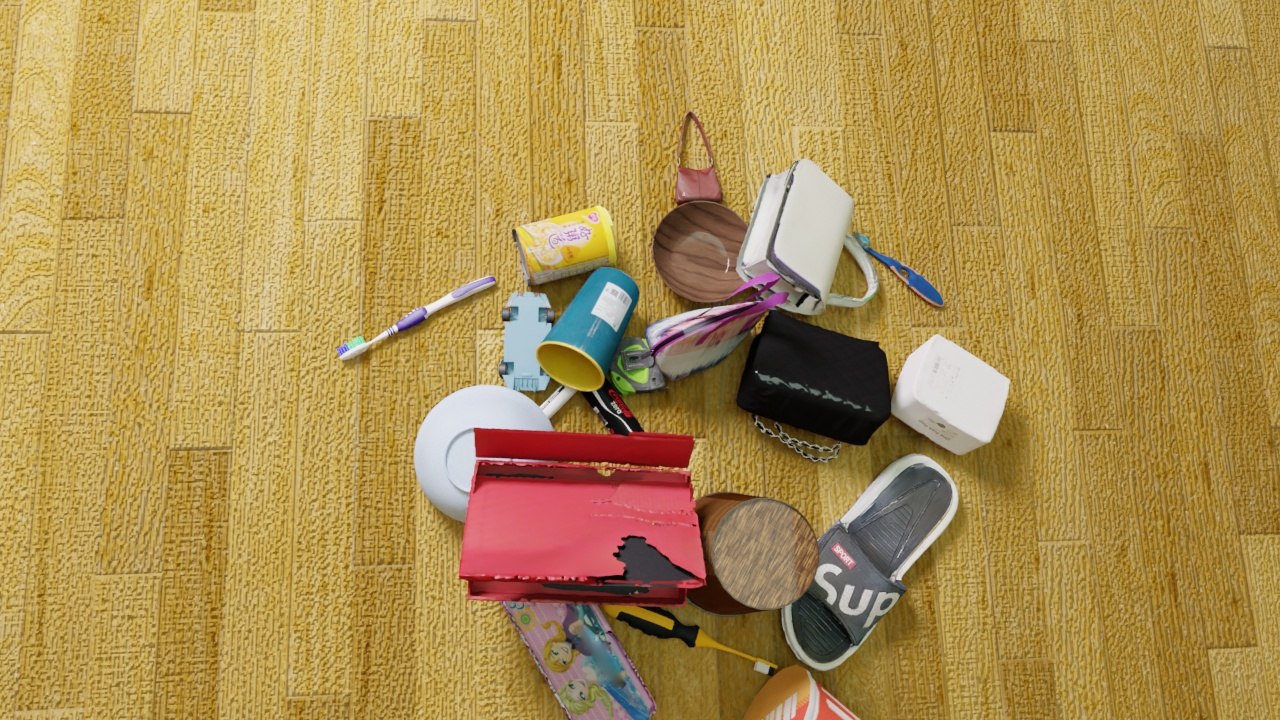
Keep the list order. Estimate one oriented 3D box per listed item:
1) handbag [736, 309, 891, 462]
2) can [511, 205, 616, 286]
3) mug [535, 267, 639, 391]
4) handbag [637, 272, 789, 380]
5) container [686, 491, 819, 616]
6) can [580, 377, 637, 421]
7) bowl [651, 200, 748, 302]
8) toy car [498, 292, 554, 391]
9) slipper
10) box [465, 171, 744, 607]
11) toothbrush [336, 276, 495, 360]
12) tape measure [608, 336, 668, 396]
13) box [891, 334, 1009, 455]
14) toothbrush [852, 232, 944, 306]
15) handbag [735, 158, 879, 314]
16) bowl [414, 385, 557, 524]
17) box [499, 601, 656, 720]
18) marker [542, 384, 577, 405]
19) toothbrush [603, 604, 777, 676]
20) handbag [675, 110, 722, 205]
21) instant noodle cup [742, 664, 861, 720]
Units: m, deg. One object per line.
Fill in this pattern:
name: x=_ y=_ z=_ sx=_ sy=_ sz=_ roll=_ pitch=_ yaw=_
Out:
handbag: x=0.187 y=0.025 z=1.010 sx=0.153 sy=0.115 sz=0.124 roll=15 pitch=53 yaw=0
can: x=-0.082 y=-0.125 z=1.005 sx=0.105 sy=0.068 sz=0.067 roll=-16 pitch=81 yaw=-10
mug: x=-0.050 y=-0.038 z=0.977 sx=0.078 sy=0.078 sz=0.121 roll=28 pitch=59 yaw=-1
handbag: x=0.087 y=-0.043 z=0.948 sx=0.144 sy=0.170 sz=0.068 roll=-19 pitch=82 yaw=-34
container: x=0.103 y=0.192 z=0.910 sx=0.132 sy=0.167 sz=0.132 roll=1 pitch=78 yaw=-7
can: x=-0.029 y=0.056 z=0.991 sx=0.031 sy=0.031 sz=0.080 roll=-35 pitch=85 yaw=-12
bowl: x=0.070 y=-0.119 z=1.039 sx=0.119 sy=0.032 sz=0.119 roll=1 pitch=78 yaw=-7
toy car: x=-0.123 y=-0.019 z=0.997 sx=0.060 sy=0.027 sz=0.107 roll=2 pitch=81 yaw=-7
slipper: x=0.248 y=0.209 z=0.980 sx=0.111 sy=0.063 sz=0.263 roll=44 pitch=74 yaw=3
box: x=-0.044 y=0.039 z=0.806 sx=0.213 sy=0.127 sz=0.426 roll=4 pitch=116 yaw=-5
toothbrush: x=-0.242 y=-0.049 z=0.996 sx=0.186 sy=0.015 sz=0.016 roll=-29 pitch=78 yaw=-12
tape measure: x=-0.006 y=0.006 z=1.002 sx=0.058 sy=0.036 sz=0.065 roll=-13 pitch=81 yaw=-9
box: x=0.335 y=0.046 z=1.036 sx=0.108 sy=0.102 sz=0.102 roll=33 pitch=59 yaw=-5
toothbrush: x=0.302 y=-0.107 z=1.073 sx=0.135 sy=0.017 sz=0.021 roll=38 pitch=75 yaw=2
handbag: x=0.197 y=-0.117 z=1.034 sx=0.176 sy=0.074 sz=0.151 roll=31 pitch=63 yaw=-24
bowl: x=-0.161 y=0.099 z=0.932 sx=0.150 sy=0.075 sz=0.150 roll=0 pitch=88 yaw=-3
box: x=-0.073 y=0.276 z=0.925 sx=0.084 sy=0.063 sz=0.230 roll=-30 pitch=84 yaw=-13
marker: x=-0.094 y=0.046 z=0.994 sx=0.133 sy=0.017 sz=0.020 roll=-46 pitch=50 yaw=-13
toothbrush: x=0.053 y=0.287 z=0.957 sx=0.196 sy=0.031 sz=0.030 roll=23 pitch=63 yaw=-6
handbag: x=0.063 y=-0.236 z=1.069 sx=0.055 sy=0.029 sz=0.119 roll=-2 pitch=74 yaw=-9
instant noodle cup: x=0.177 y=0.390 z=0.909 sx=0.121 sy=0.123 sz=0.123 roll=35 pitch=76 yaw=-7
